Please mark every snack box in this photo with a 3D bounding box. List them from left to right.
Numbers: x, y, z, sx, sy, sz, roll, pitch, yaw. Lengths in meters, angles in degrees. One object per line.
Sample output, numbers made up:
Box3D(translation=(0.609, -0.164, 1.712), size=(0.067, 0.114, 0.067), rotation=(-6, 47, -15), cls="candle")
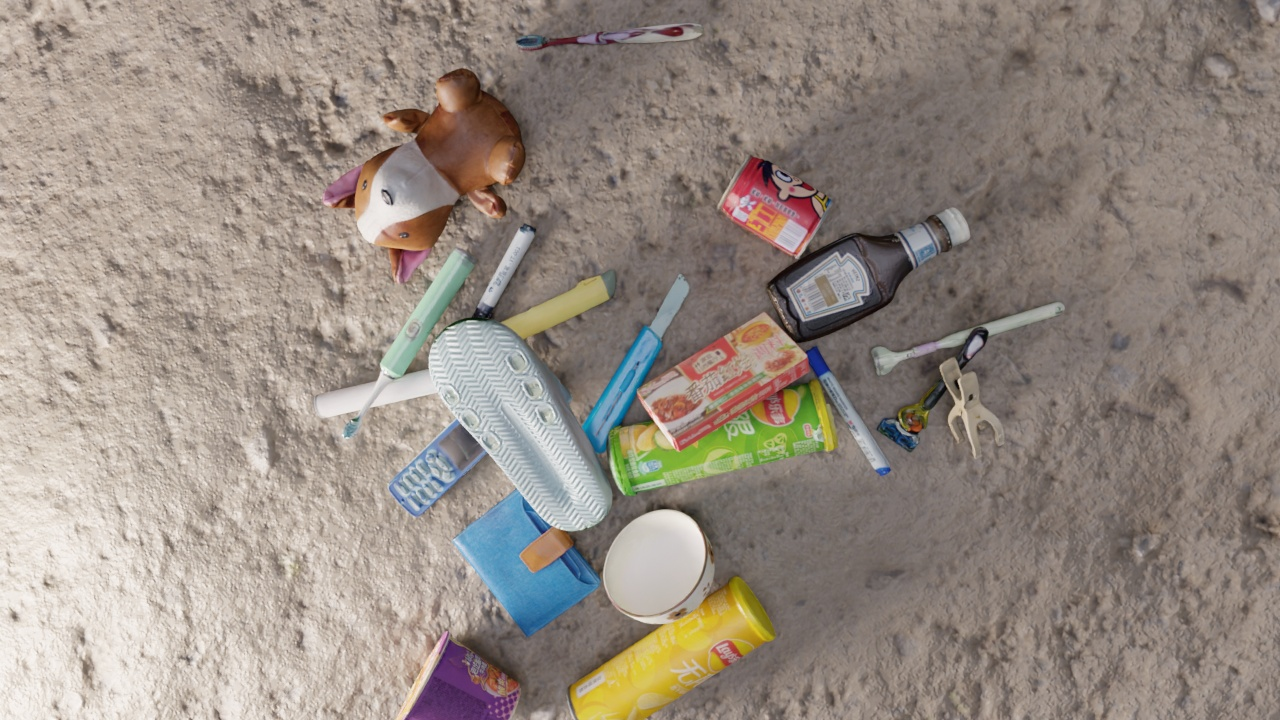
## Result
Box3D(translation=(0.079, 0.019, 0.882), size=(0.152, 0.025, 0.075), rotation=(-31, 50, -8), cls="snack box")

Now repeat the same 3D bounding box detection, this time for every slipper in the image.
Box3D(translation=(-0.108, 0.059, 0.913), size=(0.104, 0.074, 0.245), rotation=(-31, 100, 19), cls="slipper")

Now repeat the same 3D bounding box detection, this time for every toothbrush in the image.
Box3D(translation=(-0.236, -0.016, 0.928), size=(0.026, 0.027, 0.224), rotation=(33, 88, 6), cls="toothbrush")
Box3D(translation=(-0.228, 0.024, 0.947), size=(0.221, 0.026, 0.026), rotation=(-13, 119, 6), cls="toothbrush")
Box3D(translation=(-0.031, -0.321, 0.906), size=(0.188, 0.017, 0.016), rotation=(-2, 95, 6), cls="toothbrush")
Box3D(translation=(0.321, -0.025, 0.900), size=(0.189, 0.020, 0.029), rotation=(-17, 99, 5), cls="toothbrush")

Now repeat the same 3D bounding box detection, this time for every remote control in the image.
Box3D(translation=(-0.204, 0.106, 0.954), size=(0.125, 0.024, 0.049), rotation=(-43, 90, 8), cls="remote control")

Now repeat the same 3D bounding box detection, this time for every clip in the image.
Box3D(translation=(0.311, 0.041, 0.887), size=(0.034, 0.080, 0.104), rotation=(-31, 106, 0), cls="clip")

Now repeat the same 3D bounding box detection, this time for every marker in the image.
Box3D(translation=(-0.142, -0.079, 0.937), size=(0.022, 0.018, 0.131), rotation=(30, 97, -8), cls="marker")
Box3D(translation=(0.207, 0.051, 0.916), size=(0.017, 0.017, 0.146), rotation=(-32, 91, 7), cls="marker")

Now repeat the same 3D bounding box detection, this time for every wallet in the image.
Box3D(translation=(-0.117, 0.207, 0.949), size=(0.106, 0.040, 0.133), rotation=(-37, 91, 11), cls="wallet")

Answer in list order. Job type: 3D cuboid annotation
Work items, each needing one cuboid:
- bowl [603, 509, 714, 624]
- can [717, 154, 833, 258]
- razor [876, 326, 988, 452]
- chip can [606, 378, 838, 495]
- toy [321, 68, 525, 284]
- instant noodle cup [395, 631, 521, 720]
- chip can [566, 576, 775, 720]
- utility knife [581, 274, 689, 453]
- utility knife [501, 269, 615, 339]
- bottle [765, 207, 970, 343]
Box3D(translation=(0.026, 0.213, 0.914), size=(0.113, 0.113, 0.062), rotation=(-32, 133, 7), cls="bowl")
Box3D(translation=(0.129, -0.149, 0.881), size=(0.094, 0.066, 0.066), rotation=(31, 96, 2), cls="can")
Box3D(translation=(0.292, 0.027, 0.895), size=(0.042, 0.022, 0.143), rotation=(35, 106, -1), cls="razor")
Box3D(translation=(0.077, 0.077, 0.902), size=(0.221, 0.072, 0.072), rotation=(-14, 93, 6), cls="chip can")
Box3D(translation=(-0.205, -0.176, 0.888), size=(0.200, 0.130, 0.140), rotation=(-34, 97, 16), cls="toy")
Box3D(translation=(-0.183, 0.348, 0.937), size=(0.099, 0.111, 0.111), rotation=(29, 97, -7), cls="instant noodle cup")
Box3D(translation=(0.029, 0.304, 0.925), size=(0.213, 0.072, 0.072), rotation=(-35, 91, 7), cls="chip can")
Box3D(translation=(-0.006, 0.005, 0.931), size=(0.034, 0.018, 0.207), rotation=(30, 96, 2), cls="utility knife")
Box3D(translation=(-0.111, -0.041, 0.931), size=(0.195, 0.020, 0.031), rotation=(-25, 98, -3), cls="utility knife")
Box3D(translation=(0.222, -0.089, 0.891), size=(0.195, 0.044, 0.080), rotation=(-27, 92, 6), cls="bottle")
